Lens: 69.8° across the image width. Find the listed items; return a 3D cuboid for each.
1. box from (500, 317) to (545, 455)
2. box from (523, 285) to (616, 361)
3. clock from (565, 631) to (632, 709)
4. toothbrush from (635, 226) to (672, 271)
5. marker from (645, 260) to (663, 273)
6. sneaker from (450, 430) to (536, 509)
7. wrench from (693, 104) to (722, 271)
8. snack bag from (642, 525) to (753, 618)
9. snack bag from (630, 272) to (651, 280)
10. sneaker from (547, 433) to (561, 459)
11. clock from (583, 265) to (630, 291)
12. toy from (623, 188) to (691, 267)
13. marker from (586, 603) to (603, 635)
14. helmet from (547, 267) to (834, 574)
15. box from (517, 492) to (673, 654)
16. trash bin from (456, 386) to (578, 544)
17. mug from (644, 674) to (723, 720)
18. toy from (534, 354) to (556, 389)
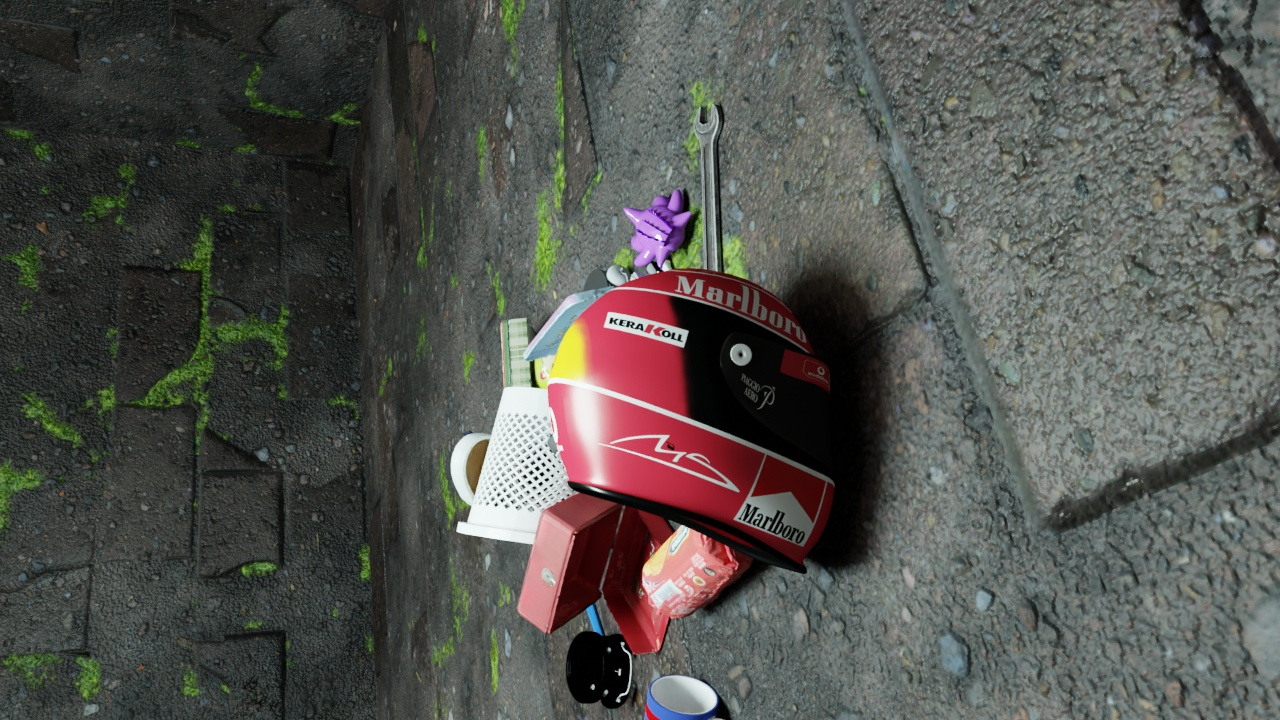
[{"bbox_3d":[-0.186,0.043,1.446,0.118,0.050,0.205,70,-166,-76],"label":"box"},{"bbox_3d":[-0.074,-0.015,1.106,0.215,0.092,0.089,139,124,-62],"label":"box"},{"bbox_3d":[-0.048,0.395,1.176,0.121,0.042,0.091,-15,67,52],"label":"clock"},{"bbox_3d":[0.028,-0.119,1.106,0.186,0.015,0.016,-115,32,-43],"label":"toothbrush"},{"bbox_3d":[0.037,-0.073,1.081,0.140,0.016,0.016,62,141,46],"label":"marker"},{"bbox_3d":[-0.251,0.163,1.393,0.295,0.127,0.120,71,-141,-70],"label":"sneaker"},{"bbox_3d":[0.078,-0.152,1.010,0.070,0.010,0.273,-15,75,63],"label":"wrench"},{"bbox_3d":[0.062,0.209,0.950,0.177,0.082,0.082,124,140,-49],"label":"snack bag"},{"bbox_3d":[-0.007,0.007,1.122,0.077,0.041,0.226,-121,34,-47],"label":"snack bag"},{"bbox_3d":[-0.007,0.120,1.056,0.160,0.092,0.257,60,148,1],"label":"sneaker"},{"bbox_3d":[-0.041,-0.078,1.222,0.123,0.035,0.094,-33,59,59],"label":"clock"},{"bbox_3d":[0.020,-0.154,1.073,0.088,0.055,0.106,41,104,47],"label":"toy"},{"bbox_3d":[-0.048,0.387,1.232,0.141,0.013,0.013,63,142,44],"label":"marker"},{"bbox_3d":[0.055,0.037,0.804,0.198,0.271,0.224,147,143,-76],"label":"helmet"},{"bbox_3d":[-0.059,0.247,1.099,0.151,0.165,0.157,-126,45,-59],"label":"box"},{"bbox_3d":[-0.137,0.147,1.257,0.196,0.195,0.199,-13,67,64],"label":"trash bin"},{"bbox_3d":[0.055,0.393,0.964,0.112,0.074,0.076,17,105,36],"label":"mug"},{"bbox_3d":[-0.133,0.000,1.396,0.118,0.043,0.092,141,127,-61],"label":"toy"}]
